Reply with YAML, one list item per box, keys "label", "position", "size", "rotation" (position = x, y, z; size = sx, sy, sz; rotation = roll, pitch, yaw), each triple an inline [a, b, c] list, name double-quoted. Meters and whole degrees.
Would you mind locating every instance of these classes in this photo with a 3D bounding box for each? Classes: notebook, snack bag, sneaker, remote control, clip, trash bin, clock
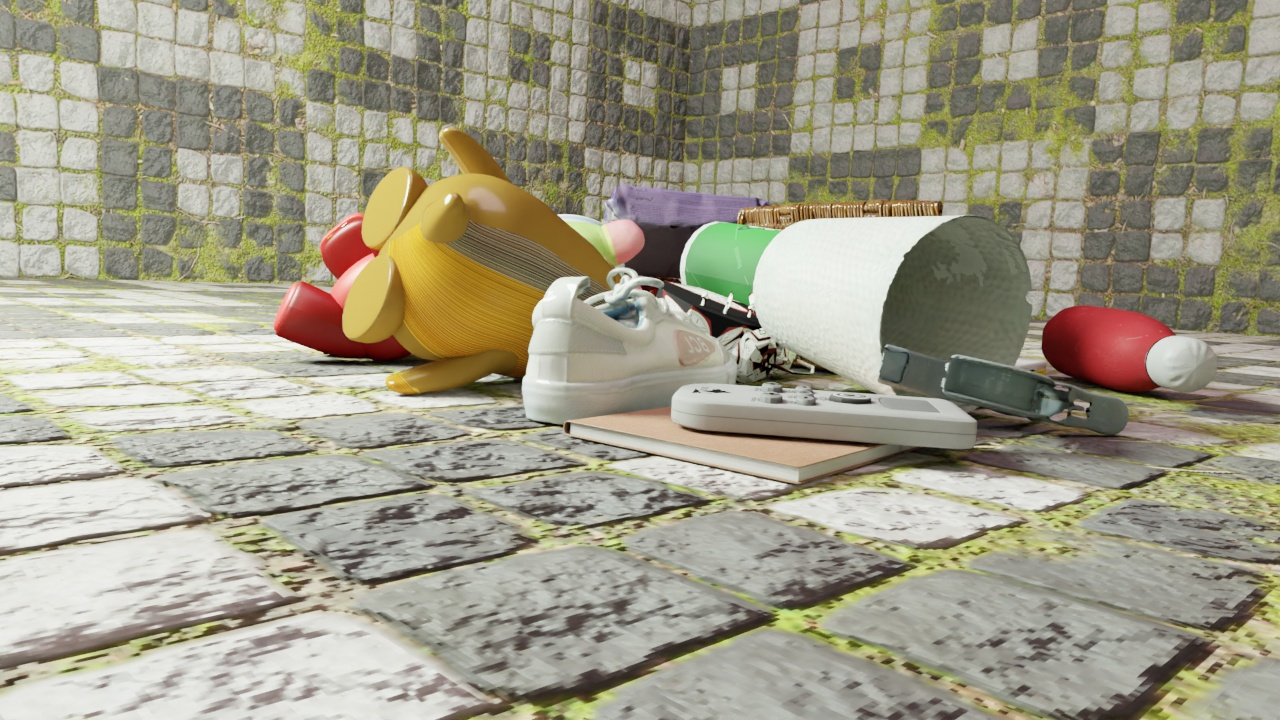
- label: "notebook"
  position: [0.080, 0.037, 0.519]
  size: [0.142, 0.008, 0.208]
  rotation: [7, 7, 39]
- label: "snack bag"
  position: [0.053, -0.134, 1.014]
  size: [0.205, 0.097, 0.058]
  rotation: [1, 49, -18]
- label: "sneaker"
  position: [0.005, -0.016, 0.613]
  size: [0.090, 0.091, 0.241]
  rotation: [5, 5, 26]
- label: "remote control"
  position: [0.093, 0.026, 0.485]
  size: [0.151, 0.019, 0.074]
  rotation: [4, 6, 9]
- label: "clip"
  position: [0.232, 0.022, 0.538]
  size: [0.166, 0.028, 0.127]
  rotation: [11, 2, -28]
- label: "trash bin"
  position: [0.169, -0.043, 0.658]
  size: [0.133, 0.133, 0.161]
  rotation: [0, 12, -28]
- label: "clock"
  position: [0.080, -0.026, 0.775]
  size: [0.155, 0.065, 0.114]
  rotation: [25, 15, 24]

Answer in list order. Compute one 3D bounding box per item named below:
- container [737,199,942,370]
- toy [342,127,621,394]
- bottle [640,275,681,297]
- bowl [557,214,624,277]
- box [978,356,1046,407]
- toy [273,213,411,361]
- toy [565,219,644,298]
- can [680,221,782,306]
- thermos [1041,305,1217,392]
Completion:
- label: "container"
  position: [0.239, -0.067, 0.929]
  size: [0.183, 0.162, 0.250]
  rotation: [5, 3, -37]
- label: "toy"
  position: [-0.099, -0.049, 0.677]
  size: [0.203, 0.198, 0.163]
  rotation: [22, -25, -39]
- label: "bottle"
  position: [0.007, -0.063, 1.057]
  size: [0.111, 0.099, 0.098]
  rotation: [7, 7, 39]
- label: "bowl"
  position: [-0.081, -0.072, 0.944]
  size: [0.144, 0.074, 0.144]
  rotation: [-9, -37, -7]
- label: "box"
  position: [0.278, 0.015, 0.755]
  size: [0.064, 0.033, 0.209]
  rotation: [8, 8, 37]
- label: "toy"
  position: [-0.230, -0.073, 0.820]
  size: [0.158, 0.120, 0.197]
  rotation: [-40, 18, 6]
- label: "toy"
  position: [-0.110, -0.060, 0.841]
  size: [0.237, 0.097, 0.191]
  rotation: [-17, 44, 21]
- label: "can"
  position: [0.108, -0.084, 0.875]
  size: [0.087, 0.088, 0.140]
  rotation: [-2, 13, -36]
- label: "thermos"
  position: [0.435, -0.008, 0.822]
  size: [0.073, 0.073, 0.239]
  rotation: [3, 6, 4]
